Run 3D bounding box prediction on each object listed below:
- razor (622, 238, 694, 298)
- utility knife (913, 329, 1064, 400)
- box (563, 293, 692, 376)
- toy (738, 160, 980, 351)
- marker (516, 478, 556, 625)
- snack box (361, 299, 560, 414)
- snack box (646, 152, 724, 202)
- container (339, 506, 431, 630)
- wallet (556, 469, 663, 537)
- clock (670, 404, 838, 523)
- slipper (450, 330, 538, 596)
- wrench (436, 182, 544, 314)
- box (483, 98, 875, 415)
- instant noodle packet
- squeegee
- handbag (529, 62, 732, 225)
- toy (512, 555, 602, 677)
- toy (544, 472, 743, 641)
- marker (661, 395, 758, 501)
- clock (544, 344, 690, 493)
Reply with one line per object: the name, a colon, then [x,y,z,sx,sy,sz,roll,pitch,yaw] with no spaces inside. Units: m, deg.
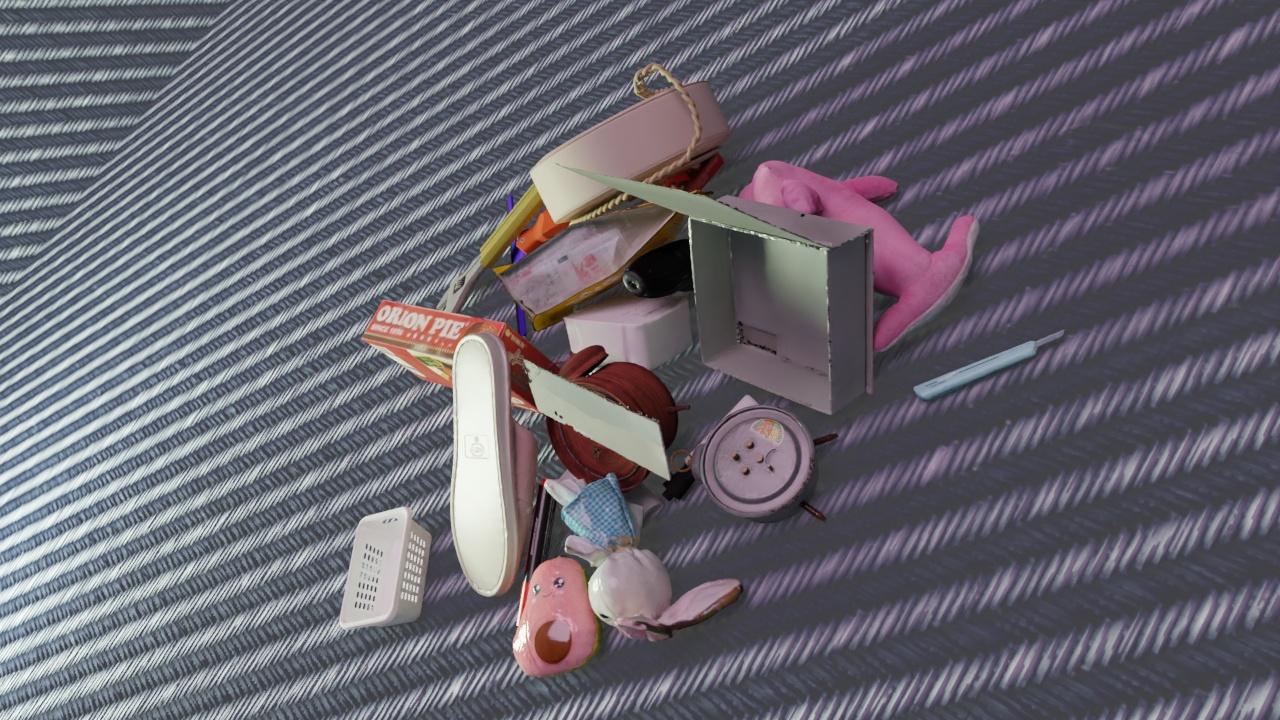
razor: [0.028,-0.088,0.941,0.053,0.140,0.064,45,127,16]
utility knife: [0.292,0.005,0.768,0.129,0.015,0.022,-25,19,20]
box: [-0.012,0.012,0.958,0.109,0.137,0.123,4,24,38]
toy: [0.177,-0.125,0.860,0.186,0.128,0.266,-50,51,-6]
marker: [-0.102,0.190,0.914,0.024,0.021,0.145,-10,68,58]
snack box: [-0.212,-0.007,1.078,0.237,0.113,0.060,12,69,41]
snack box: [0.029,-0.232,1.108,0.089,0.021,0.133,-50,46,-2]
container: [-0.277,0.235,1.015,0.081,0.049,0.129,-17,53,27]
wallet: [-0.040,0.138,0.915,0.086,0.032,0.116,-52,46,-4]
clock: [0.095,0.093,0.820,0.148,0.056,0.103,1,65,28]
slipper: [-0.149,0.106,0.941,0.114,0.054,0.274,6,98,46]
wrench: [-0.187,-0.140,1.169,0.274,0.018,0.083,-45,33,24]
box: [0.068,-0.094,0.748,0.167,0.368,0.150,22,79,43]
instant noodle packet: [-0.024,-0.122,0.985,0.222,0.162,0.084,-28,91,15]
squeegee: [-0.097,-0.168,1.136,0.185,0.055,0.249,-28,49,21]
handbag: [-0.012,-0.226,0.980,0.211,0.103,0.208,-26,6,10]
toy: [-0.079,0.240,0.864,0.090,0.051,0.109,-22,51,22]
toy: [-0.027,0.183,0.823,0.205,0.130,0.106,44,125,31]
marker: [0.067,0.086,0.874,0.126,0.025,0.025,-47,46,2]
clock: [-0.036,0.053,0.890,0.158,0.121,0.072,27,37,23]
